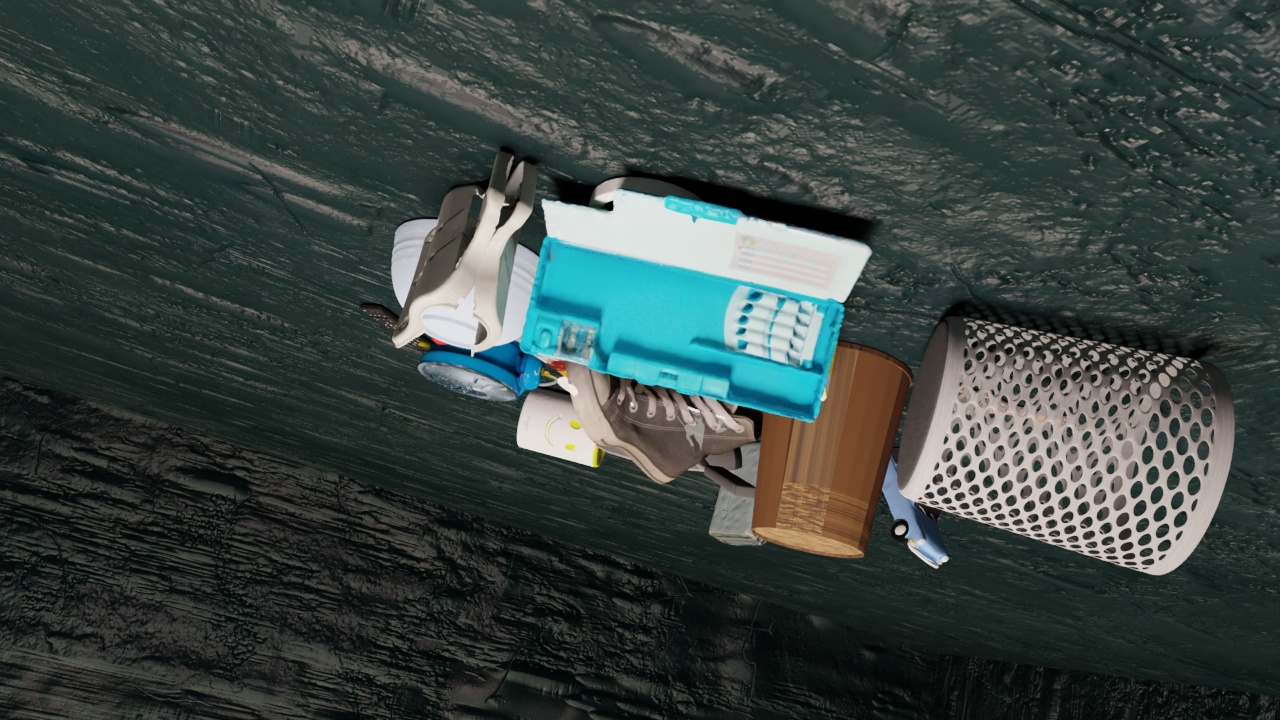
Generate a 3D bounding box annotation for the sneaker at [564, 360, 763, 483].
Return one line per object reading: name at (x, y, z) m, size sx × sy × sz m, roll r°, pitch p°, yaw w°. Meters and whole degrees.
sneaker at (0.021, 0.032, 0.819) m, size 0.120 × 0.095 × 0.235 m, roll -25°, pitch 140°, yaw 18°

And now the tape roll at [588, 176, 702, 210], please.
tape roll at (0.009, -0.100, 0.652) m, size 0.093 × 0.013 × 0.093 m, roll 14°, pitch 162°, yaw 4°

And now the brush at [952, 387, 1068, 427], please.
brush at (0.329, 0.047, 0.843) m, size 0.136 × 0.015 × 0.050 m, roll 13°, pitch 161°, yaw 5°

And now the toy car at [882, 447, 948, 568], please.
toy car at (0.302, 0.158, 1.020) m, size 0.056 × 0.153 × 0.055 m, roll 36°, pitch 117°, yaw -29°

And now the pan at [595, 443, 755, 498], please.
pan at (0.057, 0.102, 1.017) m, size 0.178 × 0.041 × 0.357 m, roll 8°, pitch -177°, yaw -14°

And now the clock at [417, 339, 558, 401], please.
clock at (-0.172, 0.007, 1.045) m, size 0.161 × 0.060 × 0.117 m, roll 21°, pitch 160°, yaw -24°

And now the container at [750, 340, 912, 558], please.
container at (0.165, 0.083, 0.831) m, size 0.132 × 0.167 × 0.132 m, roll 13°, pitch 162°, yaw 4°

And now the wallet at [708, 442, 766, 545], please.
wallet at (0.138, 0.172, 1.179) m, size 0.054 × 0.131 × 0.101 m, roll 26°, pitch 158°, yaw -22°

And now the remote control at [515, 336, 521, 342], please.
remote control at (-0.076, -0.010, 0.978) m, size 0.074 × 0.019 × 0.151 m, roll -3°, pitch 155°, yaw 43°

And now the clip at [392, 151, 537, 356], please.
clip at (-0.109, -0.076, 0.662) m, size 0.152 × 0.126 × 0.104 m, roll -29°, pitch 131°, yaw 31°

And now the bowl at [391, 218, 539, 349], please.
bowl at (-0.155, -0.056, 0.814) m, size 0.150 × 0.074 × 0.151 m, roll 13°, pitch 163°, yaw 4°

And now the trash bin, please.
trash bin at (0.297, 0.055, 0.674) m, size 0.183 × 0.156 × 0.156 m, roll 14°, pitch 162°, yaw 10°

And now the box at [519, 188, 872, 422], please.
box at (0.035, -0.053, 0.662) m, size 0.227 × 0.084 × 0.172 m, roll 13°, pitch 126°, yaw 4°

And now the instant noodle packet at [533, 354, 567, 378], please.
instant noodle packet at (-0.033, -0.014, 0.860) m, size 0.136 × 0.039 × 0.098 m, roll -14°, pitch 149°, yaw 21°

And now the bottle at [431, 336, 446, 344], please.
bottle at (-0.158, -0.038, 0.922) m, size 0.142 × 0.041 × 0.042 m, roll 0°, pitch 157°, yaw 36°

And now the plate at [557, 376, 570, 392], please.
plate at (-0.027, 0.038, 1.031) m, size 0.134 × 0.011 × 0.135 m, roll 16°, pitch 166°, yaw 4°

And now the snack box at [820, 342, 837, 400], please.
snack box at (0.104, -0.015, 0.756) m, size 0.106 × 0.061 × 0.083 m, roll 9°, pitch 161°, yaw 18°

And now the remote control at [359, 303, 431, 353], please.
remote control at (-0.278, -0.034, 1.082) m, size 0.030 × 0.009 × 0.140 m, roll 6°, pitch 160°, yaw 23°

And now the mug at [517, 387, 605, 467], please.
mug at (-0.096, 0.085, 1.179) m, size 0.106 × 0.082 × 0.083 m, roll 14°, pitch 162°, yaw 7°
